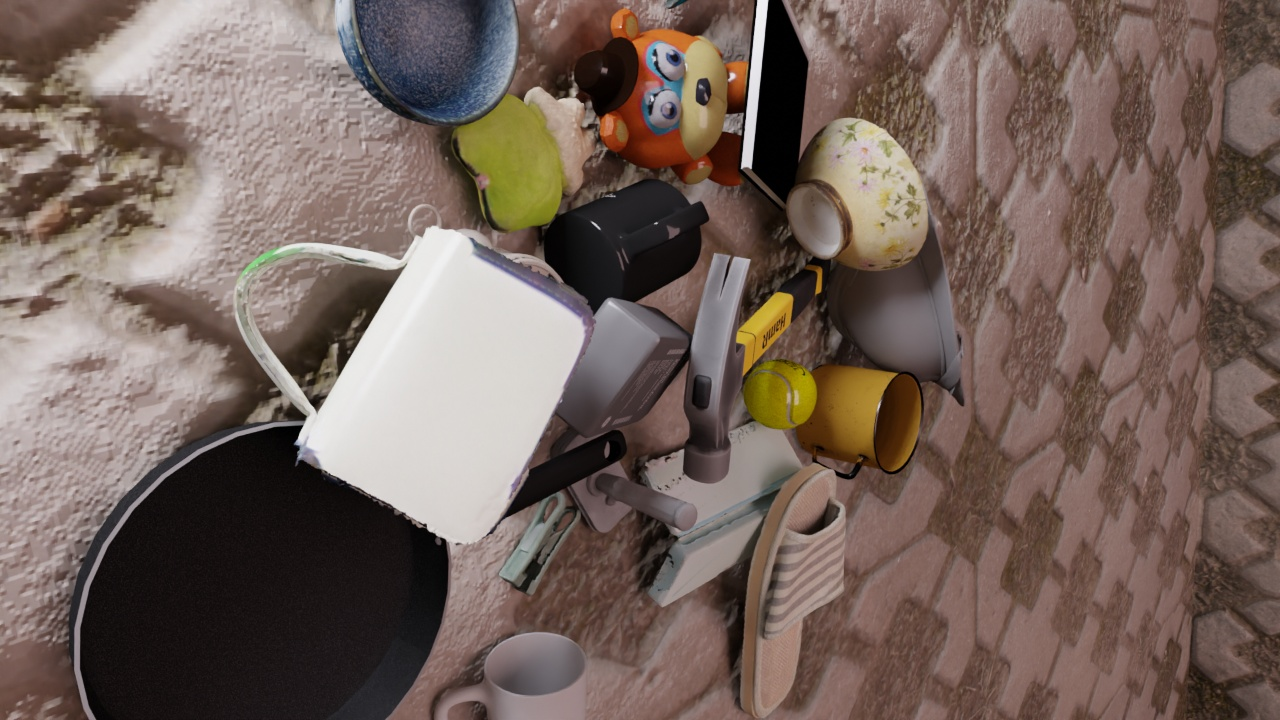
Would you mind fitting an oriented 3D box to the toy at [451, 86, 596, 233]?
[{"bbox_3d":[-0.072,-0.141,0.621,0.117,0.043,0.092,-44,121,-38],"label":"toy"}]

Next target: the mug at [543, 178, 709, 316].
[{"bbox_3d":[-0.002,-0.085,0.652,0.087,0.114,0.078,-32,100,-40],"label":"mug"}]

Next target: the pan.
[{"bbox_3d":[-0.149,0.110,0.558,0.354,0.044,0.204,-23,110,-40],"label":"pan"}]

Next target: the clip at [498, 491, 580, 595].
[{"bbox_3d":[-0.073,0.133,0.674,0.075,0.023,0.042,-58,133,-22],"label":"clip"}]

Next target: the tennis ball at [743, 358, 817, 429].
[{"bbox_3d":[0.128,0.031,0.842,0.065,0.065,0.065,-8,101,-46],"label":"tennis ball"}]

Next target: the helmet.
[{"bbox_3d":[0.254,-0.055,0.938,0.183,0.118,0.271,-87,159,-44],"label":"helmet"}]

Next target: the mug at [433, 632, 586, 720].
[{"bbox_3d":[-0.091,0.255,0.648,0.107,0.071,0.089,-6,110,-19],"label":"mug"}]

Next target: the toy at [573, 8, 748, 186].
[{"bbox_3d":[0.021,-0.192,0.687,0.175,0.096,0.112,3,92,-36],"label":"toy"}]

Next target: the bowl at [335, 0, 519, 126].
[{"bbox_3d":[-0.132,-0.194,0.535,0.114,0.061,0.114,-11,105,-47],"label":"bowl"}]

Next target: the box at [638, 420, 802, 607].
[{"bbox_3d":[0.074,0.130,0.820,0.197,0.074,0.126,-14,86,-48],"label":"box"}]

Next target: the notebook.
[{"bbox_3d":[0.115,-0.214,0.770,0.206,0.016,0.149,-2,97,-72],"label":"notebook"}]

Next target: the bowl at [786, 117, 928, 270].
[{"bbox_3d":[0.175,-0.133,0.804,0.063,0.145,0.145,-30,117,-22],"label":"bowl"}]

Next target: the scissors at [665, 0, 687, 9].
[{"bbox_3d":[0.051,-0.335,0.744,0.124,0.019,0.155,29,72,-47],"label":"scissors"}]

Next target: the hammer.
[{"bbox_3d":[0.112,-0.038,0.783,0.323,0.034,0.170,-39,138,-56],"label":"hammer"}]

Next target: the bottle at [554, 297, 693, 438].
[{"bbox_3d":[-0.004,0.004,0.666,0.084,0.046,0.173,-53,168,11],"label":"bottle"}]

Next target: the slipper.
[{"bbox_3d":[0.144,0.226,0.863,0.114,0.054,0.273,-14,121,-43],"label":"slipper"}]

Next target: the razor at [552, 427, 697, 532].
[{"bbox_3d":[-0.004,0.099,0.673,0.047,0.116,0.088,-42,124,-27],"label":"razor"}]

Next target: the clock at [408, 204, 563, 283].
[{"bbox_3d":[-0.098,-0.037,0.594,0.103,0.061,0.157,-55,132,-27],"label":"clock"}]

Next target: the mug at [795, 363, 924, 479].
[{"bbox_3d":[0.211,0.064,0.915,0.123,0.094,0.100,-55,132,-25],"label":"mug"}]

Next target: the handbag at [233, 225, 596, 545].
[{"bbox_3d":[-0.132,-0.001,0.497,0.176,0.074,0.151,30,75,-16],"label":"handbag"}]
